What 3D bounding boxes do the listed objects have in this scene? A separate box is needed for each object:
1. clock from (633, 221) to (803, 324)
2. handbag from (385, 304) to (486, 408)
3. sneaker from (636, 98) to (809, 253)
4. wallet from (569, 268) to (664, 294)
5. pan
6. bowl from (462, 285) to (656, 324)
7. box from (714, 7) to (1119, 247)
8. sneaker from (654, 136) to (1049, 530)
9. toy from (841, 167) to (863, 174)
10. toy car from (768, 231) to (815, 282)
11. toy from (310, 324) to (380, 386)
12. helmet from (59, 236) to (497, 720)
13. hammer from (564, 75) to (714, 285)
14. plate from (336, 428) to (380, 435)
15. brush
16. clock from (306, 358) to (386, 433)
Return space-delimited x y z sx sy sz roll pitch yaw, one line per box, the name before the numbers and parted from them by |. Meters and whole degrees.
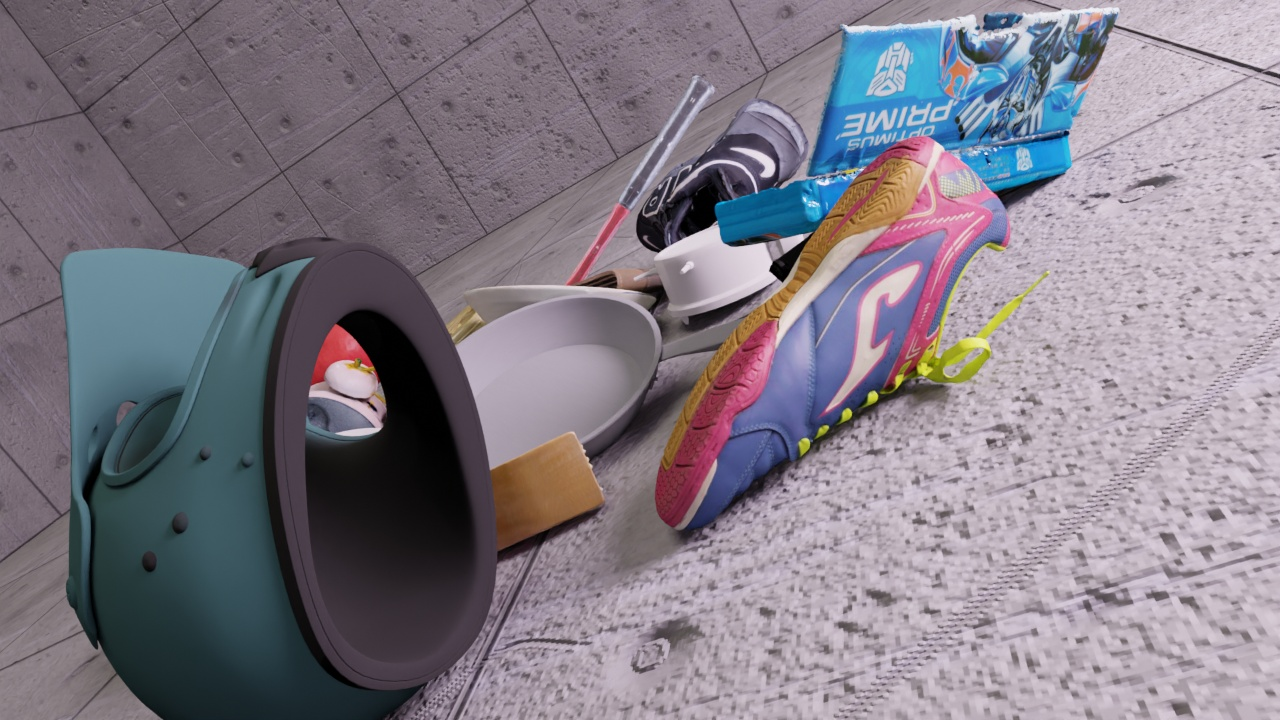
clock | 0.082 -0.089 0.802 0.158 0.061 0.120 -30 14 -26
handbag | -0.210 0.006 1.012 0.191 0.088 0.232 -34 15 7
sneaker | 0.055 -0.147 0.940 0.150 0.097 0.253 -51 10 -34
wallet | -0.014 -0.075 0.937 0.098 0.027 0.121 -8 -1 -33
pan | -0.004 0.004 0.665 0.357 0.051 0.200 -11 36 16
bowl | -0.074 -0.031 0.842 0.176 0.058 0.176 1 -2 0
box | 0.185 -0.131 0.573 0.243 0.070 0.171 -16 -20 -29
sneaker | 0.104 0.001 0.474 0.242 0.091 0.116 -52 11 -1
toy | 0.223 -0.181 0.842 0.094 0.041 0.095 -24 17 42
toy car | 0.132 -0.065 0.673 0.042 0.036 0.092 -36 26 -10
toy | -0.324 0.031 0.982 0.147 0.099 0.217 -71 1 -62
helmet | -0.202 0.060 0.485 0.201 0.274 0.176 -11 -3 30
hammer | -0.018 -0.174 1.038 0.326 0.036 0.140 -56 4 9
plate | -0.279 0.143 0.770 0.229 0.030 0.229 -14 33 9
brush | -0.076 0.087 0.580 0.117 0.049 0.039 -27 -6 21
clock | -0.285 0.065 0.890 0.158 0.117 0.058 -38 19 16
